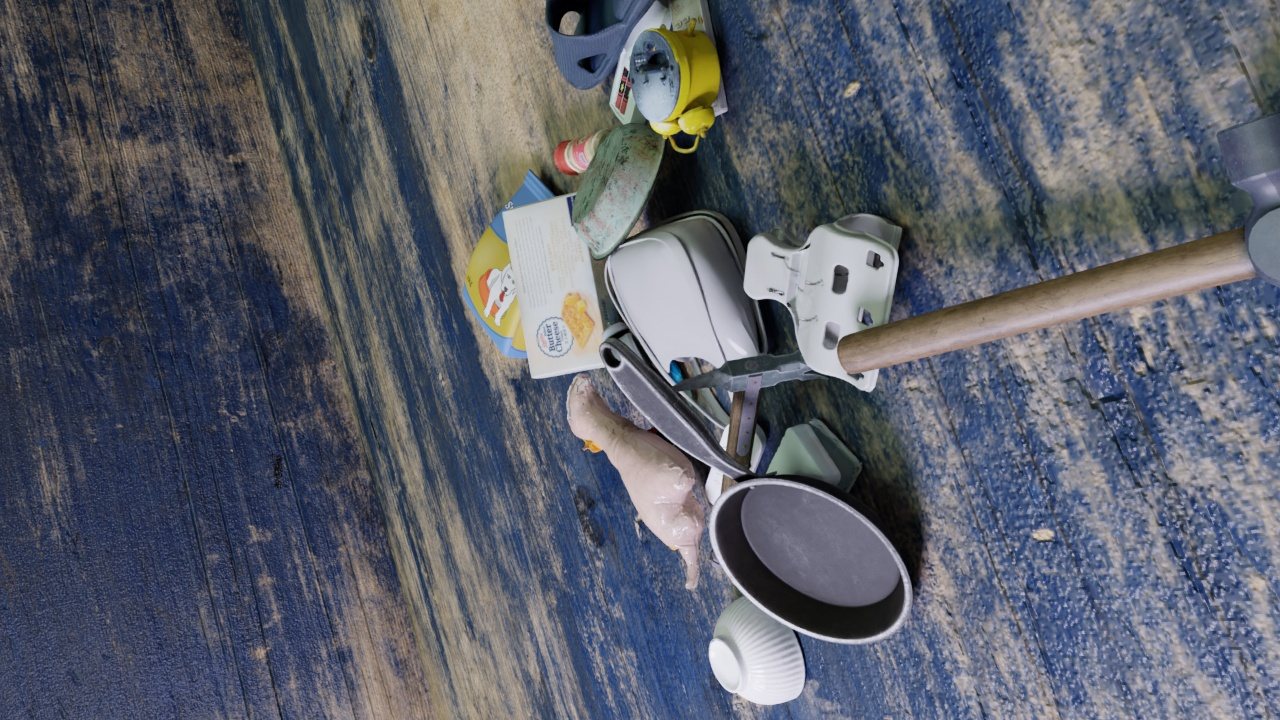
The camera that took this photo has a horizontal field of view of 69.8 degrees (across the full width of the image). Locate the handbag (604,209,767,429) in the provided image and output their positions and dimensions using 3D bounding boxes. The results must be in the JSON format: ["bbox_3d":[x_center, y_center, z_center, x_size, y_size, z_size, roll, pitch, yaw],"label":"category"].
[{"bbox_3d":[0.055,-0.033,0.943,0.216,0.095,0.223,0,115,62],"label":"handbag"}]

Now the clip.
[{"bbox_3d":[0.158,-0.061,0.744,0.152,0.096,0.126,44,137,50],"label":"clip"}]

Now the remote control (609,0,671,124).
[{"bbox_3d":[-0.003,-0.308,0.948,0.049,0.024,0.144,56,146,32],"label":"remote control"}]

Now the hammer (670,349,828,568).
[{"bbox_3d":[0.089,0.113,0.897,0.318,0.147,0.028,91,167,-46],"label":"hammer"}]

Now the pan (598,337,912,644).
[{"bbox_3d":[0.092,0.110,0.790,0.357,0.055,0.188,51,138,-8],"label":"pan"}]

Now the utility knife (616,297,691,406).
[{"bbox_3d":[0.016,-0.017,1.053,0.178,0.015,0.031,59,150,32],"label":"utility knife"}]

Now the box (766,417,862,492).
[{"bbox_3d":[0.140,0.142,0.872,0.083,0.065,0.199,37,138,23],"label":"box"}]

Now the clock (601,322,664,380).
[{"bbox_3d":[-0.006,0.006,1.038,0.094,0.035,0.122,49,-168,-56],"label":"clock"}]

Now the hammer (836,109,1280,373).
[{"bbox_3d":[0.247,-0.033,0.566,0.323,0.040,0.129,-18,90,53],"label":"hammer"}]

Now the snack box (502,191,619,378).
[{"bbox_3d":[-0.092,-0.089,1.103,0.104,0.057,0.208,-11,89,19],"label":"snack box"}]

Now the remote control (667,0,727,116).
[{"bbox_3d":[0.052,-0.297,0.868,0.050,0.011,0.136,-3,99,61],"label":"remote control"}]

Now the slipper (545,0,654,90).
[{"bbox_3d":[-0.050,-0.362,0.918,0.264,0.082,0.101,158,116,-67],"label":"slipper"}]

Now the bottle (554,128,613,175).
[{"bbox_3d":[-0.060,-0.241,1.062,0.109,0.044,0.044,7,109,60],"label":"bottle"}]

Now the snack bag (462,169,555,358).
[{"bbox_3d":[-0.146,-0.128,1.222,0.159,0.102,0.206,50,128,40],"label":"snack bag"}]

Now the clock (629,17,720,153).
[{"bbox_3d":[0.032,-0.252,0.850,0.083,0.057,0.119,19,120,56],"label":"clock"}]

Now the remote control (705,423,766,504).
[{"bbox_3d":[0.097,0.109,0.946,0.043,0.013,0.137,31,137,18],"label":"remote control"}]

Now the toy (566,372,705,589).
[{"bbox_3d":[-0.015,0.129,1.060,0.264,0.065,0.196,22,121,55],"label":"toy"}]

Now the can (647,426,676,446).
[{"bbox_3d":[0.026,0.089,1.065,0.081,0.031,0.031,-34,72,60],"label":"can"}]

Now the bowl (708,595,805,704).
[{"bbox_3d":[0.114,0.314,0.976,0.118,0.062,0.118,34,131,51],"label":"bowl"}]

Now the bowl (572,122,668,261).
[{"bbox_3d":[-0.029,-0.183,0.950,0.158,0.038,0.157,-51,26,36],"label":"bowl"}]
